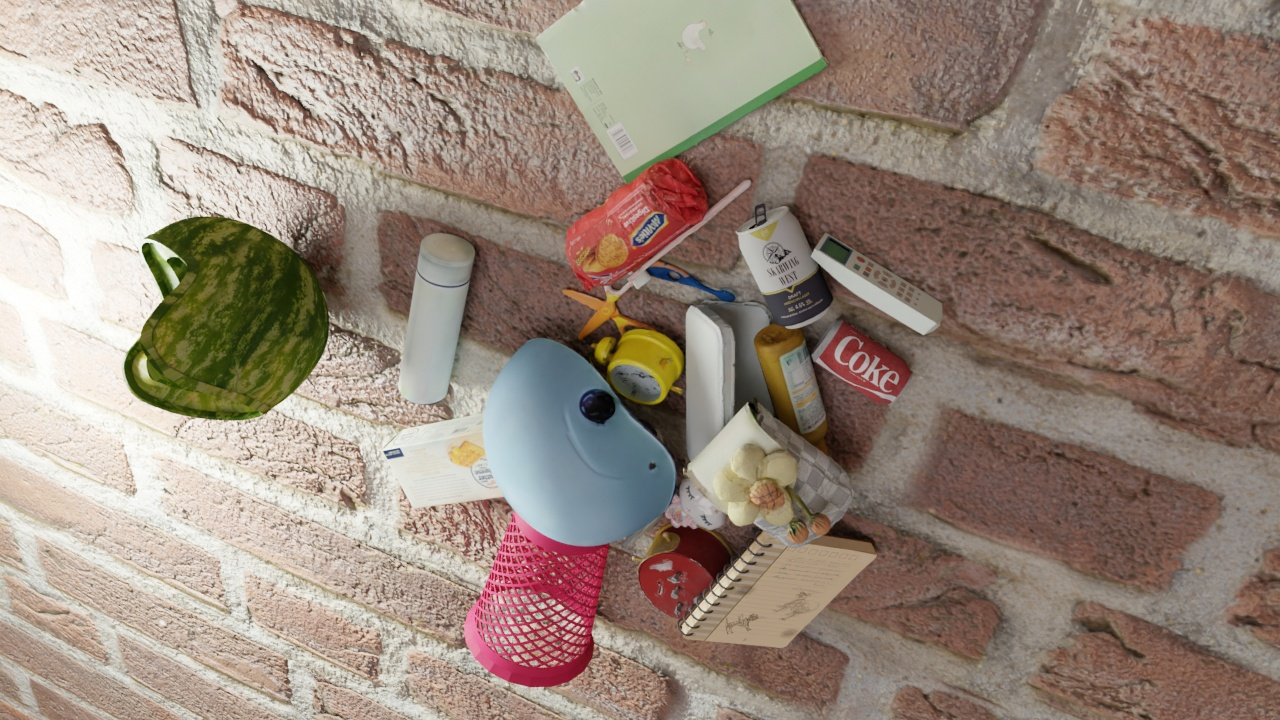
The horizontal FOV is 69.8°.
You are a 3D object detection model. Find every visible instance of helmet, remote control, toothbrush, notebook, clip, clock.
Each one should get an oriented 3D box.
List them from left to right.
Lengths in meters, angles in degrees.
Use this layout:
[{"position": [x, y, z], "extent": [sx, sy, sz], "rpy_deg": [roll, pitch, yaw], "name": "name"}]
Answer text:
[{"position": [-0.526, -0.056, 1.180], "extent": [0.243, 0.246, 0.214], "rpy_deg": [16, 158, -31], "name": "helmet"}, {"position": [-0.091, 0.107, 1.091], "extent": [0.265, 0.166, 0.226], "rpy_deg": [55, 148, 0], "name": "helmet"}, {"position": [-0.006, 0.006, 1.068], "extent": [0.119, 0.057, 0.083], "rpy_deg": [7, 139, 28], "name": "clock"}, {"position": [0.009, 0.201, 1.185], "extent": [0.038, 0.101, 0.054], "rpy_deg": [45, 171, 2], "name": "clip"}, {"position": [0.033, -0.305, 0.907], "extent": [0.253, 0.010, 0.182], "rpy_deg": [-24, 105, 34], "name": "notebook"}, {"position": [0.045, -0.092, 1.022], "extent": [0.135, 0.017, 0.022], "rpy_deg": [21, 121, 17], "name": "toothbrush"}, {"position": [0.052, -0.134, 0.984], "extent": [0.182, 0.015, 0.018], "rpy_deg": [-38, 97, 31], "name": "toothbrush"}, {"position": [0.068, 0.289, 1.185], "extent": [0.159, 0.081, 0.117], "rpy_deg": [44, 127, -2], "name": "clock"}, {"position": [0.161, 0.283, 1.119], "extent": [0.167, 0.024, 0.226], "rpy_deg": [13, 130, -23], "name": "notebook"}, {"position": [0.235, -0.074, 0.917], "extent": [0.143, 0.049, 0.024], "rpy_deg": [33, 126, 6], "name": "remote control"}]

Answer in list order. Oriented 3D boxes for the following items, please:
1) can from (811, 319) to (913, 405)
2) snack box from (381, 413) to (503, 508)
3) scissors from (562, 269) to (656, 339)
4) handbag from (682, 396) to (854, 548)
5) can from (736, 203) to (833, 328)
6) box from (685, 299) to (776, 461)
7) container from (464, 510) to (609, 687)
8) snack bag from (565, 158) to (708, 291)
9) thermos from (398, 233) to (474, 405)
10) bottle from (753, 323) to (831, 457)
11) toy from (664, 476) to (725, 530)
[{"position": [0.232, 0.003, 0.960], "extent": [0.096, 0.053, 0.054], "rpy_deg": [34, 127, 5], "name": "can"}, {"position": [-0.249, 0.138, 1.268], "extent": [0.208, 0.057, 0.104], "rpy_deg": [-12, 112, 31], "name": "snack box"}, {"position": [-0.035, -0.064, 1.077], "extent": [0.125, 0.011, 0.129], "rpy_deg": [23, 124, 11], "name": "scissors"}, {"position": [0.148, 0.135, 0.967], "extent": [0.171, 0.123, 0.113], "rpy_deg": [35, 109, -22], "name": "handbag"}, {"position": [0.145, -0.099, 0.937], "extent": [0.064, 0.064, 0.127], "rpy_deg": [-18, 109, 32], "name": "can"}, {"position": [0.112, 0.029, 1.049], "extent": [0.107, 0.109, 0.217], "rpy_deg": [-136, 39, -54], "name": "box"}, {"position": [-0.124, 0.289, 1.234], "extent": [0.183, 0.182, 0.226], "rpy_deg": [23, 118, 12], "name": "container"}, {"position": [-0.008, -0.146, 0.978], "extent": [0.177, 0.082, 0.082], "rpy_deg": [-33, 100, 35], "name": "snack bag"}, {"position": [-0.260, -0.048, 1.161], "extent": [0.068, 0.067, 0.231], "rpy_deg": [27, 125, 10], "name": "thermos"}, {"position": [0.173, 0.047, 1.008], "extent": [0.053, 0.053, 0.186], "rpy_deg": [-4, 124, 28], "name": "bottle"}, {"position": [0.081, 0.172, 1.133], "extent": [0.126, 0.037, 0.076], "rpy_deg": [-30, 94, 23], "name": "toy"}]
